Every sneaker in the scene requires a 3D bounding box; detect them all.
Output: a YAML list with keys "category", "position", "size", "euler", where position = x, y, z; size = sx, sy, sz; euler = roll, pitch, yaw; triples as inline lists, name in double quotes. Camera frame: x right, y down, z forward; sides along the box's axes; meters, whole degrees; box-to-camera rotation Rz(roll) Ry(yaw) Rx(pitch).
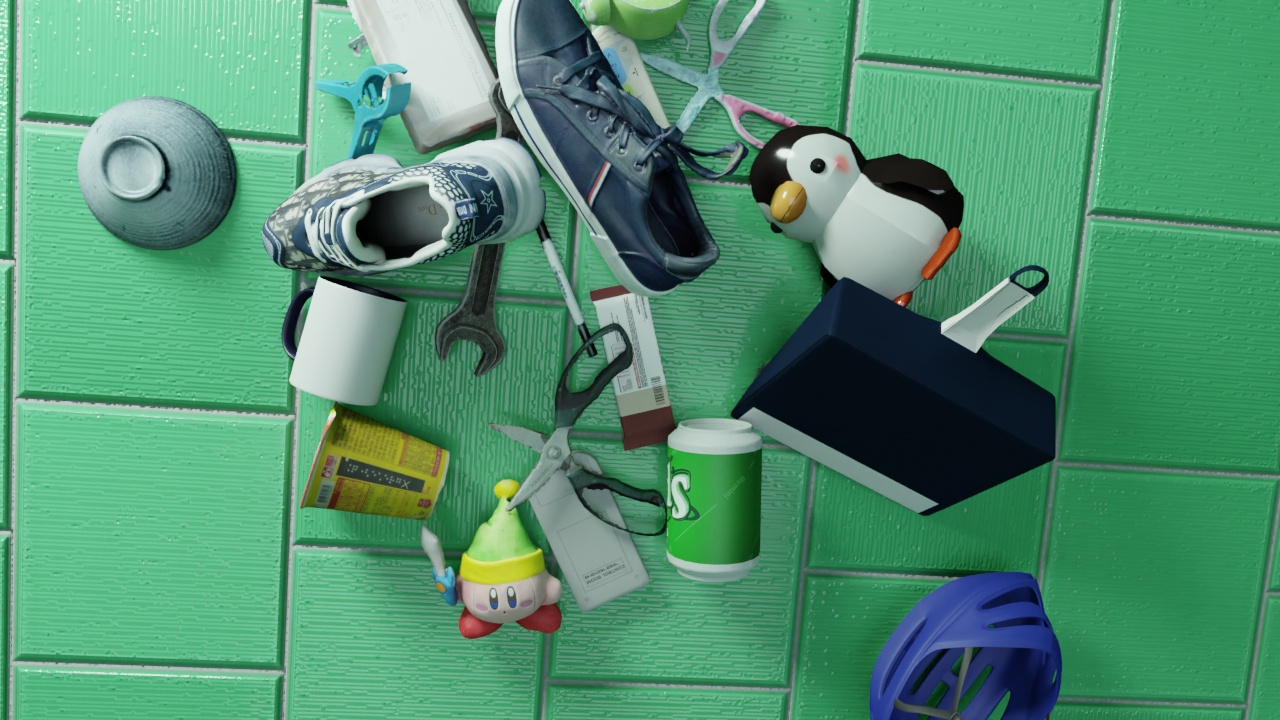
- category: "sneaker"
  position: [-0.012, -0.197, 0.783]
  size: [0.120, 0.127, 0.294]
  euler: [-38, 105, -33]
- category: "sneaker"
  position: [-0.220, -0.113, 0.752]
  size: [0.270, 0.132, 0.103]
  euler: [-6, 108, 22]

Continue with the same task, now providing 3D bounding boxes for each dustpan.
- category: "dustpan"
  position: [0.252, 0.016, 0.815]
  size: [0.236, 0.274, 0.080]
  euler: [27, 55, -11]

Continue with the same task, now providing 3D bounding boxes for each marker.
- category: "marker"
  position: [-0.073, -0.074, 0.864]
  size: [0.011, 0.011, 0.152]
  euler: [-23, 98, -3]

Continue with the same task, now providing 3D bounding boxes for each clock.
- category: "clock"
  position: [-0.003, -0.332, 0.814]
  size: [0.119, 0.043, 0.094]
  euler: [14, 69, -2]

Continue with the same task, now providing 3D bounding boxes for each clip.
- category: "clip"
  position: [-0.236, -0.228, 0.787]
  size: [0.026, 0.116, 0.097]
  euler: [-31, 102, -41]

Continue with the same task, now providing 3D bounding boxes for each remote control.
- category: "remote control"
  position: [-0.053, 0.162, 0.886]
  size: [0.074, 0.019, 0.151]
  euler: [-24, 98, -2]
- category: "remote control"
  position: [-0.007, -0.249, 0.845]
  size: [0.038, 0.018, 0.125]
  euler: [-23, 98, 10]

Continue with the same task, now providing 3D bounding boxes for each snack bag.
- category: "snack bag"
  position: [-0.005, 0.005, 0.877]
  size: [0.057, 0.013, 0.158]
  euler: [-14, 97, -5]

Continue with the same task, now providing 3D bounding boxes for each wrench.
- category: "wrench"
  position: [-0.133, -0.117, 0.827]
  size: [0.070, 0.010, 0.273]
  euler: [6, 104, -32]

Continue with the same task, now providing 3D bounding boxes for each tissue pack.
- category: "tissue pack"
  position: [-0.197, -0.279, 0.810]
  size: [0.103, 0.071, 0.181]
  euler: [-27, 102, -17]

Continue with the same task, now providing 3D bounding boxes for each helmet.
- category: "helmet"
  position: [0.314, 0.315, 0.831]
  size: [0.148, 0.227, 0.241]
  euler: [40, 92, -17]

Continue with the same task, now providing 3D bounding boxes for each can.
- category: "can"
  position: [0.069, 0.129, 0.859]
  size: [0.088, 0.088, 0.140]
  euler: [0, 96, -5]

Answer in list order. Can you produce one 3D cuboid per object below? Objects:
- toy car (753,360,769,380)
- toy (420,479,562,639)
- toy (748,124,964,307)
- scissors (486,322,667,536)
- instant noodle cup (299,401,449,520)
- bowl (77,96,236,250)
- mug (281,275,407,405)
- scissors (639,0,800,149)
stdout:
- category: "toy car"
  position: [0.151, 0.026, 0.886]
  size: [0.090, 0.027, 0.039]
  euler: [17, 100, -5]
- category: "toy"
  position: [-0.136, 0.189, 0.863]
  size: [0.124, 0.096, 0.131]
  euler: [-2, 115, 1]
- category: "toy"
  position: [0.190, -0.146, 0.834]
  size: [0.184, 0.159, 0.139]
  euler: [33, 49, 2]
- category: "scissors"
  position: [-0.036, 0.082, 0.862]
  size: [0.205, 0.015, 0.201]
  euler: [39, 85, -13]
- category: "instant noodle cup"
  position: [-0.238, 0.100, 0.832]
  size: [0.112, 0.100, 0.100]
  euler: [19, 94, -18]
- category: "bowl"
  position: [-0.431, -0.165, 0.799]
  size: [0.137, 0.057, 0.137]
  euler: [-1, 96, -5]
- category: "mug"
  position: [-0.275, -0.023, 0.825]
  size: [0.112, 0.078, 0.097]
  euler: [19, 94, 21]
- category: "scissors"
  position: [0.083, -0.267, 0.857]
  size: [0.170, 0.013, 0.177]
  euler: [22, 96, -3]
